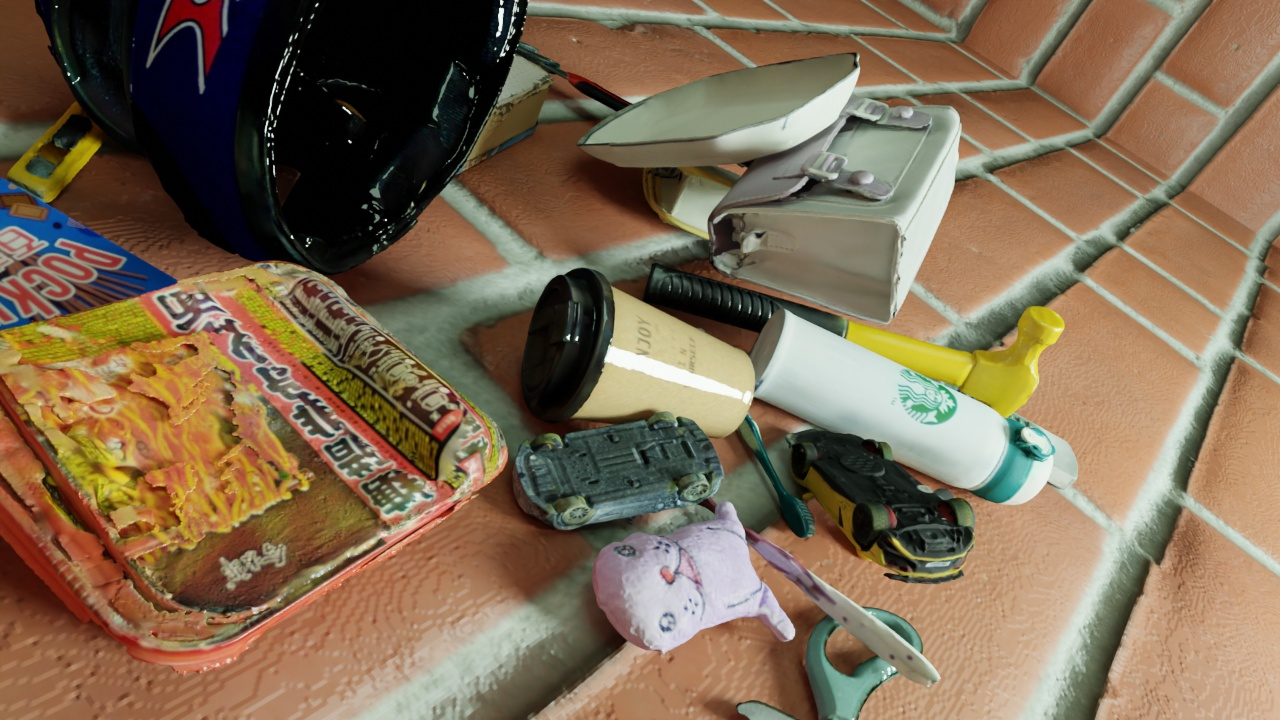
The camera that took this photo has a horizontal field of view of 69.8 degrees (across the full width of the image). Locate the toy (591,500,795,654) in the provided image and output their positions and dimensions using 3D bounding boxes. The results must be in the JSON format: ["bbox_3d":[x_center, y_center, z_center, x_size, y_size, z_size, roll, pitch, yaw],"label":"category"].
[{"bbox_3d":[0.023,0.115,0.466,0.107,0.039,0.083,-1,50,-40],"label":"toy"}]

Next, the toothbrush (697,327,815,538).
[{"bbox_3d":[0.073,0.043,0.622,0.018,0.016,0.191,16,34,-36],"label":"toothbrush"}]

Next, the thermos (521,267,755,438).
[{"bbox_3d":[-0.003,0.003,0.556,0.143,0.093,0.093,17,35,-31],"label":"thermos"}]

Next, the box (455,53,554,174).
[{"bbox_3d":[-0.143,-0.220,0.770,0.090,0.061,0.183,33,31,5],"label":"box"}]

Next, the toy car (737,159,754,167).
[{"bbox_3d":[0.099,-0.205,0.863,0.070,0.042,0.158,24,20,-5],"label":"toy car"}]

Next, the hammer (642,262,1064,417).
[{"bbox_3d":[0.149,-0.018,0.692,0.301,0.129,0.032,16,35,0],"label":"hammer"}]

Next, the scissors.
[{"bbox_3d":[0.134,0.202,0.453,0.178,0.019,0.169,42,34,17],"label":"scissors"}]

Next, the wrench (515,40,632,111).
[{"bbox_3d":[-0.038,-0.263,0.913,0.273,0.016,0.056,34,23,19],"label":"wrench"}]

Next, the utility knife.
[{"bbox_3d":[-0.334,-0.124,0.536,0.033,0.015,0.202,15,37,-17],"label":"utility knife"}]

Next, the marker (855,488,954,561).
[{"bbox_3d":[0.181,0.107,0.616,0.123,0.015,0.018,-14,51,-46],"label":"marker"}]

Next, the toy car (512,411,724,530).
[{"bbox_3d":[-0.012,0.063,0.510,0.120,0.037,0.054,-6,49,-25],"label":"toy car"}]

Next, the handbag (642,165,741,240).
[{"bbox_3d":[0.080,-0.150,0.856,0.163,0.063,0.178,18,20,-18],"label":"handbag"}]

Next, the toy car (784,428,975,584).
[{"bbox_3d":[0.145,0.085,0.573,0.071,0.041,0.156,1,20,-18],"label":"toy car"}]

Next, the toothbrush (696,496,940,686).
[{"bbox_3d":[0.086,0.116,0.515,0.187,0.016,0.017,36,23,25],"label":"toothbrush"}]

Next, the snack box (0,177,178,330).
[{"bbox_3d":[-0.293,-0.036,0.433,0.157,0.026,0.084,30,40,1],"label":"snack box"}]

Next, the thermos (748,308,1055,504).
[{"bbox_3d":[0.188,0.037,0.660,0.224,0.073,0.073,24,34,-7],"label":"thermos"}]

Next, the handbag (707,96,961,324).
[{"bbox_3d":[0.150,-0.126,0.690,0.145,0.098,0.196,10,38,25],"label":"handbag"}]

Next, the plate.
[{"bbox_3d":[0.060,-0.195,0.745,0.161,0.034,0.266,-36,28,-27],"label":"plate"}]

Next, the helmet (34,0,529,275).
[{"bbox_3d":[-0.223,-0.213,0.546,0.240,0.248,0.314,17,62,14],"label":"helmet"}]

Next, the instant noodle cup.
[{"bbox_3d":[-0.170,0.042,0.381,0.164,0.079,0.188,39,33,15],"label":"instant noodle cup"}]

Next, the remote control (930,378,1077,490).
[{"bbox_3d":[0.302,0.058,0.769,0.135,0.019,0.056,29,33,-1],"label":"remote control"}]
